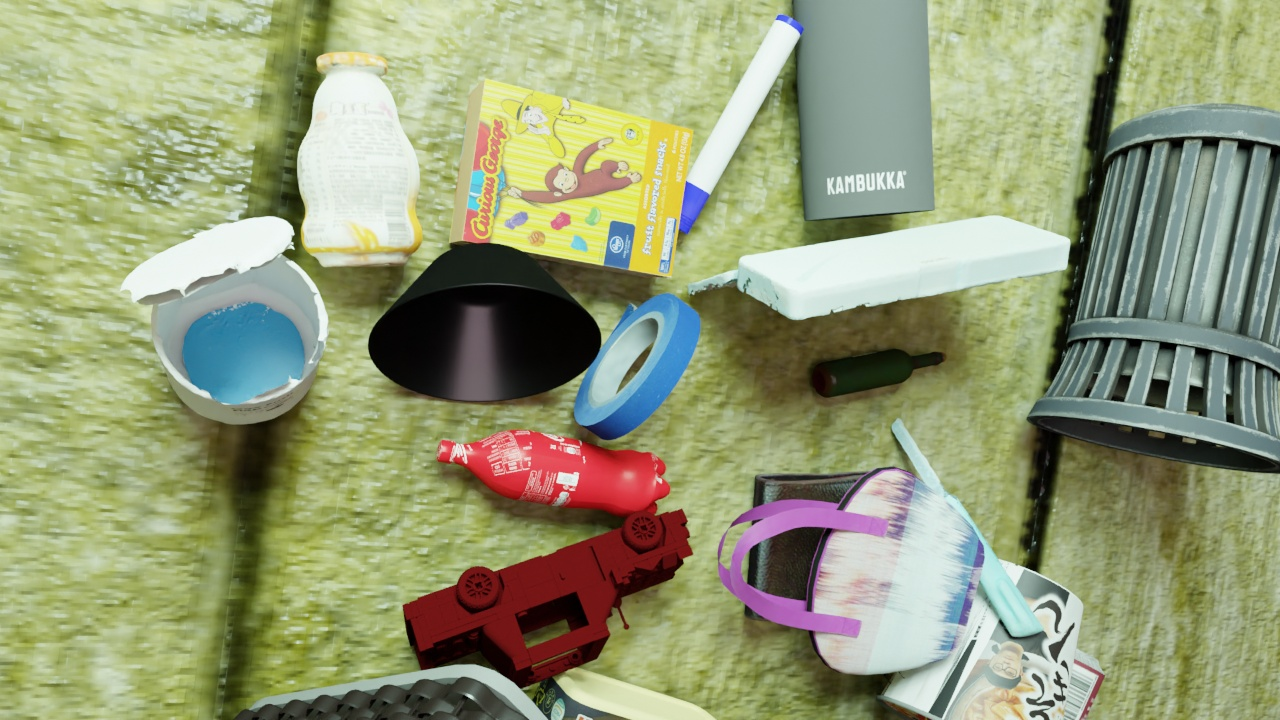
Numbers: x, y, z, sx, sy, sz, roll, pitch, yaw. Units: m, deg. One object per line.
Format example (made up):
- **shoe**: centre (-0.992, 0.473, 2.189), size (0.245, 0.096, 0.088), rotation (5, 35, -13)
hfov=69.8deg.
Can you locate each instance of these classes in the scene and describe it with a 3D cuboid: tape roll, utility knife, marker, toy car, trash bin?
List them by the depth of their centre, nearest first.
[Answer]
- **tape roll**: centre (-0.003, 0.003, 0.535), size (0.016, 0.093, 0.091), rotation (35, 76, -21)
- **toy car**: centre (-0.047, 0.143, 0.535), size (0.169, 0.070, 0.061), rotation (-16, 63, -20)
- **marker**: centre (0.056, -0.145, 0.568), size (0.020, 0.020, 0.141), rotation (27, 97, -22)
- **utility knife**: centre (0.220, 0.111, 0.631), size (0.022, 0.015, 0.168), rotation (-22, 68, -13)
- **trash bin**: centre (0.388, -0.050, 0.656), size (0.164, 0.164, 0.227), rotation (16, 85, -22)

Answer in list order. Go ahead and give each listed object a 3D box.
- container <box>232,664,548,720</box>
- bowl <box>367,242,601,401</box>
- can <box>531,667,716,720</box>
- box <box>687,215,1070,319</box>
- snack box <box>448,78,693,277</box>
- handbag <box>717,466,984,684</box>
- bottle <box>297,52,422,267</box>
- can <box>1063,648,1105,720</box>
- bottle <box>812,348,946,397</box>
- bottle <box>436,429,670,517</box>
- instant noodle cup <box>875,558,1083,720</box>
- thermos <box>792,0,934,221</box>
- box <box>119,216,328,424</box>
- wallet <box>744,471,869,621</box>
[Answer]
- **container**: centre (-0.128, 0.309, 0.391), size (0.245, 0.248, 0.242), rotation (55, 38, -17)
- **bowl**: centre (-0.086, -0.029, 0.508), size (0.124, 0.124, 0.052), rotation (6, 59, -22)
- **can**: centre (-0.016, 0.258, 0.567), size (0.130, 0.073, 0.101), rotation (25, 83, -22)
- **box**: centre (0.142, -0.062, 0.564), size (0.196, 0.136, 0.043), rotation (-10, 104, -21)
- **snack box**: centre (-0.040, -0.102, 0.539), size (0.125, 0.040, 0.088), rotation (8, 92, -22)
- **handbag**: centre (0.128, 0.135, 0.590), size (0.169, 0.068, 0.144), rotation (13, 94, -23)
- **bottle**: centre (-0.149, -0.104, 0.483), size (0.063, 0.063, 0.109), rotation (-4, 96, -22)
- **can**: centre (0.301, 0.268, 0.698), size (0.063, 0.063, 0.114), rotation (30, 84, -22)
- **bottle**: centre (0.170, 0.006, 0.642), size (0.106, 0.025, 0.025), rotation (-10, 98, -21)
- **bottle**: centre (-0.051, 0.066, 0.549), size (0.141, 0.042, 0.042), rotation (13, 90, -22)
- **instant noodle cup**: centre (0.249, 0.212, 0.650), size (0.123, 0.124, 0.121), rotation (35, 72, -21)
- **thermos**: centre (0.138, -0.212, 0.578), size (0.082, 0.082, 0.240), rotation (-7, 98, -21)
- **box**: centre (-0.189, -0.019, 0.426), size (0.081, 0.161, 0.092), rotation (-19, 90, -25)
- **wallet**: centre (0.130, 0.127, 0.636), size (0.119, 0.031, 0.099), rotation (1, 98, -23)
